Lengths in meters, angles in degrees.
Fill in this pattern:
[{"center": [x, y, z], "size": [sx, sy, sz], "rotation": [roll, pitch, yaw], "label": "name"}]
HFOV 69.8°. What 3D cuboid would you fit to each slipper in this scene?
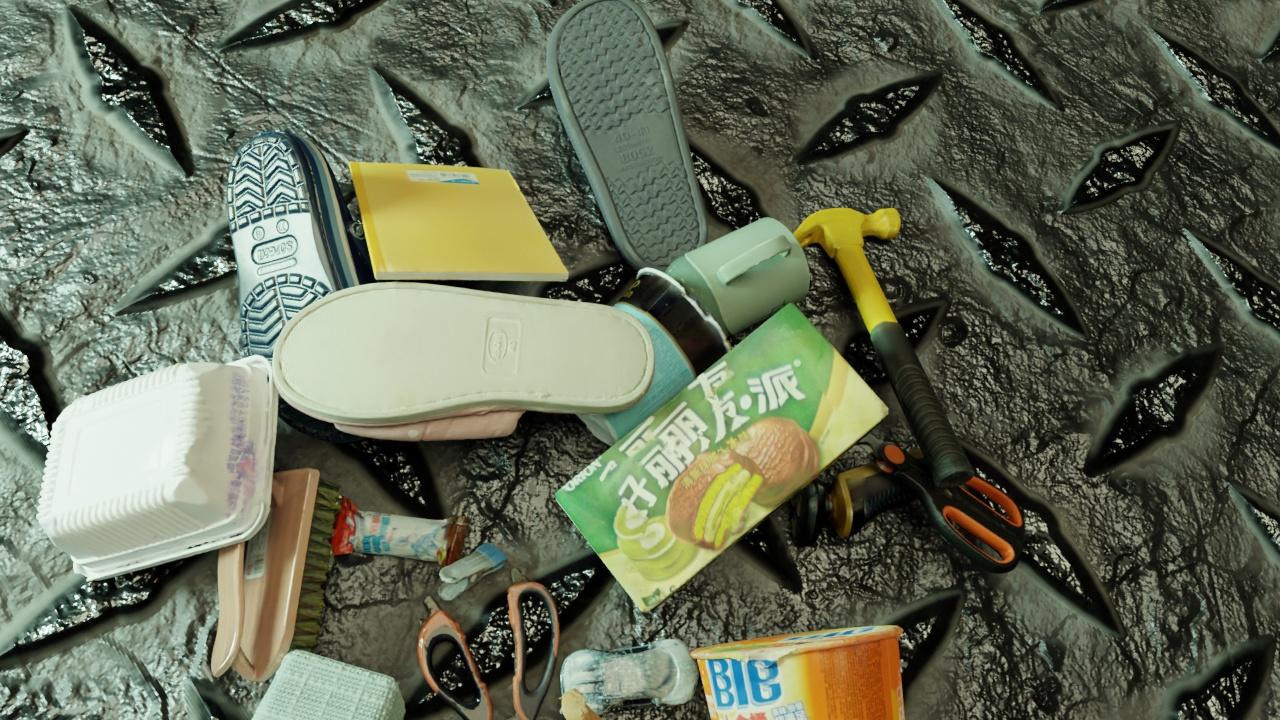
[{"center": [-0.125, 0.002, 0.675], "size": [0.274, 0.054, 0.114], "rotation": [-1, 73, -11], "label": "slipper"}, {"center": [-0.259, -0.056, 0.735], "size": [0.105, 0.095, 0.252], "rotation": [-18, 88, 21], "label": "slipper"}, {"center": [-0.016, -0.201, 0.856], "size": [0.110, 0.083, 0.268], "rotation": [-17, 88, -11], "label": "slipper"}]

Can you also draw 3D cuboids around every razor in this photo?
[{"center": [0.196, 0.103, 0.768], "size": [0.167, 0.062, 0.067], "rotation": [-16, 39, -22], "label": "razor"}]

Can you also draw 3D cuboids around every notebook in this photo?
[{"center": [-0.154, -0.118, 0.750], "size": [0.145, 0.010, 0.206], "rotation": [-2, 34, -23], "label": "notebook"}]

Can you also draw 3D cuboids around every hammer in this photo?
[{"center": [0.213, -0.024, 0.800], "size": [0.128, 0.033, 0.300], "rotation": [-7, 53, -12], "label": "hammer"}]

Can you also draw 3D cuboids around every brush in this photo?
[{"center": [-0.260, 0.149, 0.644], "size": [0.063, 0.073, 0.145], "rotation": [-10, 67, 32], "label": "brush"}]

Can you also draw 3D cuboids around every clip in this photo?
[{"center": [-0.128, 0.160, 0.693], "size": [0.024, 0.028, 0.056], "rotation": [31, 40, 28], "label": "clip"}]

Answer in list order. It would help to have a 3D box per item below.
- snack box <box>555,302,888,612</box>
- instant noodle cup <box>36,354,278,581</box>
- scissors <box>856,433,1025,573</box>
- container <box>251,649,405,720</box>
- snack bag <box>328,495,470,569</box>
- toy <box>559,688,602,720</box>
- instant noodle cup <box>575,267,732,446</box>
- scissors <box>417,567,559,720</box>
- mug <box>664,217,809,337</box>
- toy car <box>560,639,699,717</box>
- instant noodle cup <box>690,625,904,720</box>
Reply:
[{"center": [0.062, 0.075, 0.706], "size": [0.240, 0.063, 0.114], "rotation": [-39, 76, -2], "label": "snack box"}, {"center": [-0.340, 0.067, 0.634], "size": [0.174, 0.060, 0.137], "rotation": [-16, 63, 16], "label": "instant noodle cup"}, {"center": [0.217, 0.081, 0.753], "size": [0.124, 0.022, 0.235], "rotation": [-27, 68, -41], "label": "scissors"}, {"center": [-0.211, 0.259, 0.596], "size": [0.090, 0.090, 0.111], "rotation": [15, 56, 1], "label": "container"}, {"center": [-0.186, 0.133, 0.697], "size": [0.104, 0.026, 0.048], "rotation": [12, 78, -3], "label": "snack bag"}, {"center": [0.025, 0.307, 0.592], "size": [0.082, 0.144, 0.226], "rotation": [-11, 66, -42], "label": "toy"}, {"center": [-0.004, 0.004, 0.751], "size": [0.111, 0.111, 0.120], "rotation": [44, 75, 10], "label": "instant noodle cup"}, {"center": [-0.106, 0.261, 0.660], "size": [0.214, 0.015, 0.196], "rotation": [37, 65, 6], "label": "scissors"}, {"center": [0.084, -0.071, 0.788], "size": [0.106, 0.112, 0.082], "rotation": [-26, 82, -18], "label": "mug"}, {"center": [-0.006, 0.235, 0.680], "size": [0.105, 0.031, 0.049], "rotation": [-4, 68, -13], "label": "toy car"}, {"center": [0.116, 0.250, 0.637], "size": [0.151, 0.152, 0.111], "rotation": [-5, 75, -12], "label": "instant noodle cup"}]
